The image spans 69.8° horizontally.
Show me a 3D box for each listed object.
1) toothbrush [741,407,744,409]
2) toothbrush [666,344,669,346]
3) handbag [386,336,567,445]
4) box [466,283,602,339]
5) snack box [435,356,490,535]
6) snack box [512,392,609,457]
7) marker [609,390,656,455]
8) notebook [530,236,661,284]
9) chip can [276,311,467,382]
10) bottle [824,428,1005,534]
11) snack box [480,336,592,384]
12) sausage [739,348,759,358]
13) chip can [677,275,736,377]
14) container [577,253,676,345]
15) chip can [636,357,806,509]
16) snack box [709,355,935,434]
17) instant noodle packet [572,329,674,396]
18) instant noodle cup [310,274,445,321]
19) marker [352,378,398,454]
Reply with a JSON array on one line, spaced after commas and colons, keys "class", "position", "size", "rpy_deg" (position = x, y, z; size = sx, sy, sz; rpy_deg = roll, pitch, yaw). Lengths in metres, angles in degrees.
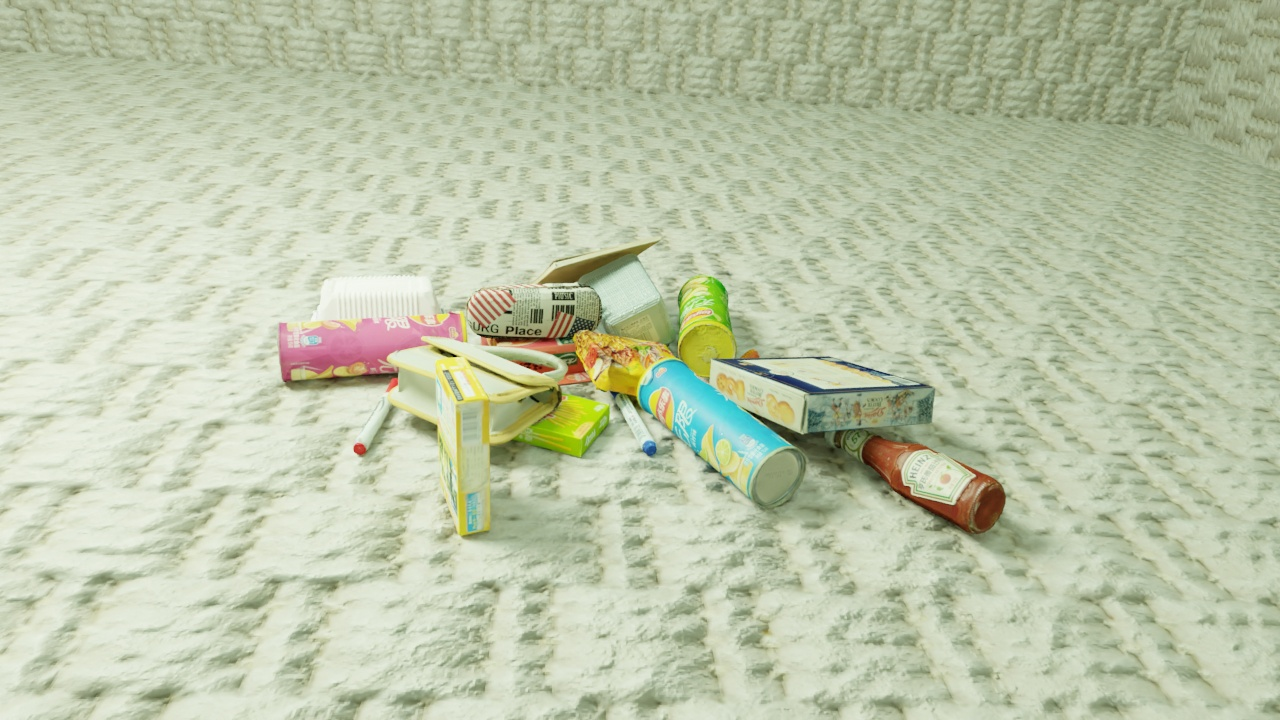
[{"class": "toothbrush", "position": [0.126, 0.048, 1.088], "size": [0.017, 0.014, 0.188], "rpy_deg": [22, 29, 7]}, {"class": "toothbrush", "position": [-0.021, -0.071, 1.290], "size": [0.026, 0.027, 0.224], "rpy_deg": [29, 8, -38]}, {"class": "handbag", "position": [-0.165, 0.013, 1.002], "size": [0.163, 0.063, 0.178], "rpy_deg": [20, 28, 25]}, {"class": "box", "position": [-0.129, -0.062, 1.107], "size": [0.164, 0.072, 0.059], "rpy_deg": [0, 44, -14]}, {"class": "snack box", "position": [-0.162, 0.077, 0.834], "size": [0.033, 0.141, 0.087], "rpy_deg": [-5, 27, -23]}, {"class": "snack box", "position": [-0.120, 0.059, 1.009], "size": [0.156, 0.026, 0.085], "rpy_deg": [13, 28, 16]}, {"class": "marker", "position": [-0.009, 0.063, 1.029], "size": [0.017, 0.017, 0.145], "rpy_deg": [-4, 27, -17]}, {"class": "notebook", "position": [-0.073, -0.127, 1.259], "size": [0.149, 0.012, 0.212], "rpy_deg": [-17, -1, -20]}, {"class": "chip can", "position": [-0.312, -0.016, 1.079], "size": [0.210, 0.071, 0.071], "rpy_deg": [-4, 28, -17]}, {"class": "bottle", "position": [0.271, 0.108, 0.938], "size": [0.059, 0.060, 0.206], "rpy_deg": [-12, 25, -31]}, {"class": "snack box", "position": [-0.128, -0.016, 1.138], "size": [0.113, 0.044, 0.127], "rpy_deg": [-7, 29, -23]}, {"class": "sausage", "position": [0.113, 0.019, 1.133], "size": [0.021, 0.021, 0.164], "rpy_deg": [17, 29, 24]}, {"class": "chip can", "position": [0.084, -0.051, 1.197], "size": [0.072, 0.073, 0.221], "rpy_deg": [5, 21, 1]}, {"class": "container", "position": [-0.015, -0.064, 1.180], "size": [0.090, 0.090, 0.111], "rpy_deg": [-26, 38, -5]}, {"class": "chip can", "position": [0.080, 0.071, 0.965], "size": [0.071, 0.071, 0.210], "rpy_deg": [-12, 30, -30]}, {"class": "snack box", "position": [0.198, 0.033, 1.028], "size": [0.182, 0.046, 0.178], "rpy_deg": [-2, 13, -28]}, {"class": "instant noodle packet", "position": [-0.006, 0.006, 1.089], "size": [0.128, 0.044, 0.110], "rpy_deg": [11, 28, -28]}, {"class": "instant noodle cup", "position": [-0.337, -0.071, 1.182], "size": [0.173, 0.060, 0.138], "rpy_deg": [-4, 19, -14]}, {"class": "marker", "position": [-0.283, 0.059, 0.992], "size": [0.017, 0.017, 0.145], "rpy_deg": [5, 26, 0]}]
